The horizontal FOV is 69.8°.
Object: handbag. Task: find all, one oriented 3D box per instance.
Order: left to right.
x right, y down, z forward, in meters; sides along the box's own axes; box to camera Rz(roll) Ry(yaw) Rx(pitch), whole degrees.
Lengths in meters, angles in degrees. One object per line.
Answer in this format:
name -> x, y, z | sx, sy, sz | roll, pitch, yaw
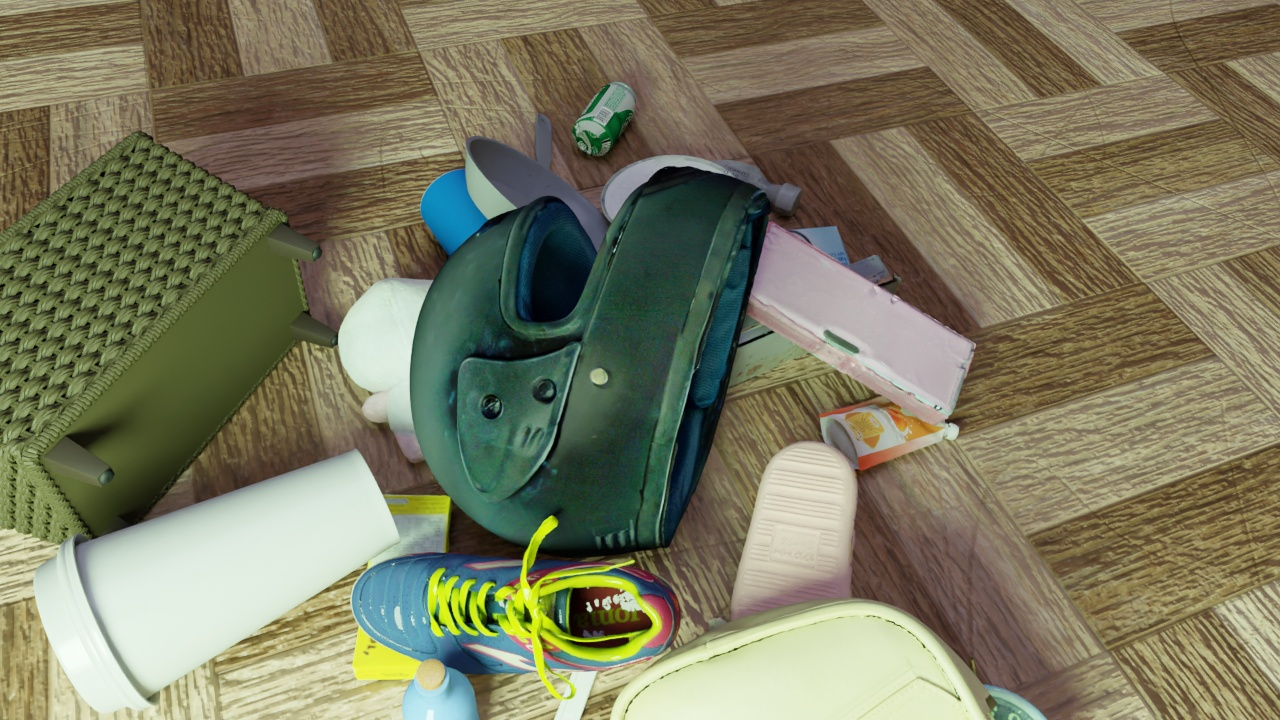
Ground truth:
handbag -> 0.112, 0.249, 0.622 | 0.233, 0.088, 0.191 | -32, 70, 2

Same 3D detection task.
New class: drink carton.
drink carton -> 0.235, 0.061, 0.862 | 0.122, 0.039, 0.069 | -15, 53, -24

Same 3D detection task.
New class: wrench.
wrench -> -0.060, 0.280, 0.666 | 0.047, 0.009, 0.272 | 17, 51, 9

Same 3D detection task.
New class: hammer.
hammer -> 0.050, -0.117, 0.990 | 0.139, 0.035, 0.311 | 25, 53, 17

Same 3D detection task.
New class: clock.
clock -> 0.233, 0.300, 0.644 | 0.118, 0.060, 0.161 | 32, 59, 18

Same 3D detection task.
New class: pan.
pan -> -0.108, -0.196, 0.998 | 0.200, 0.051, 0.356 | 31, 21, -25

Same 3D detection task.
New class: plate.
plate -> 0.034, -0.175, 1.009 | 0.157, 0.014, 0.156 | -1, 48, 1

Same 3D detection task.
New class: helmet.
helmet -> -0.054, -0.008, 0.711 | 0.236, 0.317, 0.248 | 18, 19, 13

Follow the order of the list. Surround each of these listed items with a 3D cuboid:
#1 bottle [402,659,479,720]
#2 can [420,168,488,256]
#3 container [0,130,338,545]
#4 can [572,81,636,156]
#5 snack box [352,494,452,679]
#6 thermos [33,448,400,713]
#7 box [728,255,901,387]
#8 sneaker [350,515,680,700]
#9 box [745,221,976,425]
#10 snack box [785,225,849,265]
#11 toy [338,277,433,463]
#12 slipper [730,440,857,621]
bottle -> -0.135, 0.234, 0.618 | 0.048, 0.131, 0.048 | 3, 50, -3
can -> -0.165, -0.129, 0.949 | 0.078, 0.079, 0.146 | -24, 56, -23
container -> -0.422, -0.007, 0.769 | 0.205, 0.177, 0.320 | 22, 52, 8
can -> -0.043, -0.292, 1.112 | 0.053, 0.053, 0.100 | 19, 52, 10
snack box -> -0.186, 0.177, 0.730 | 0.061, 0.026, 0.148 | 1, 51, -5
thermos -> -0.297, 0.148, 0.671 | 0.221, 0.132, 0.131 | -25, 57, -22
box -> 0.154, -0.043, 0.906 | 0.215, 0.081, 0.062 | -23, 72, -23
sneaker -> -0.093, 0.168, 0.639 | 0.242, 0.091, 0.116 | 0, 81, 7
box -> 0.198, -0.035, 0.850 | 0.233, 0.037, 0.098 | 32, 66, -3
snack box -> 0.102, -0.095, 0.932 | 0.226, 0.060, 0.059 | -7, 73, -22
toy -> -0.201, 0.004, 0.832 | 0.139, 0.101, 0.179 | -16, 70, -3
slipper -> 0.129, 0.165, 0.735 | 0.093, 0.081, 0.197 | 2, 71, 22
